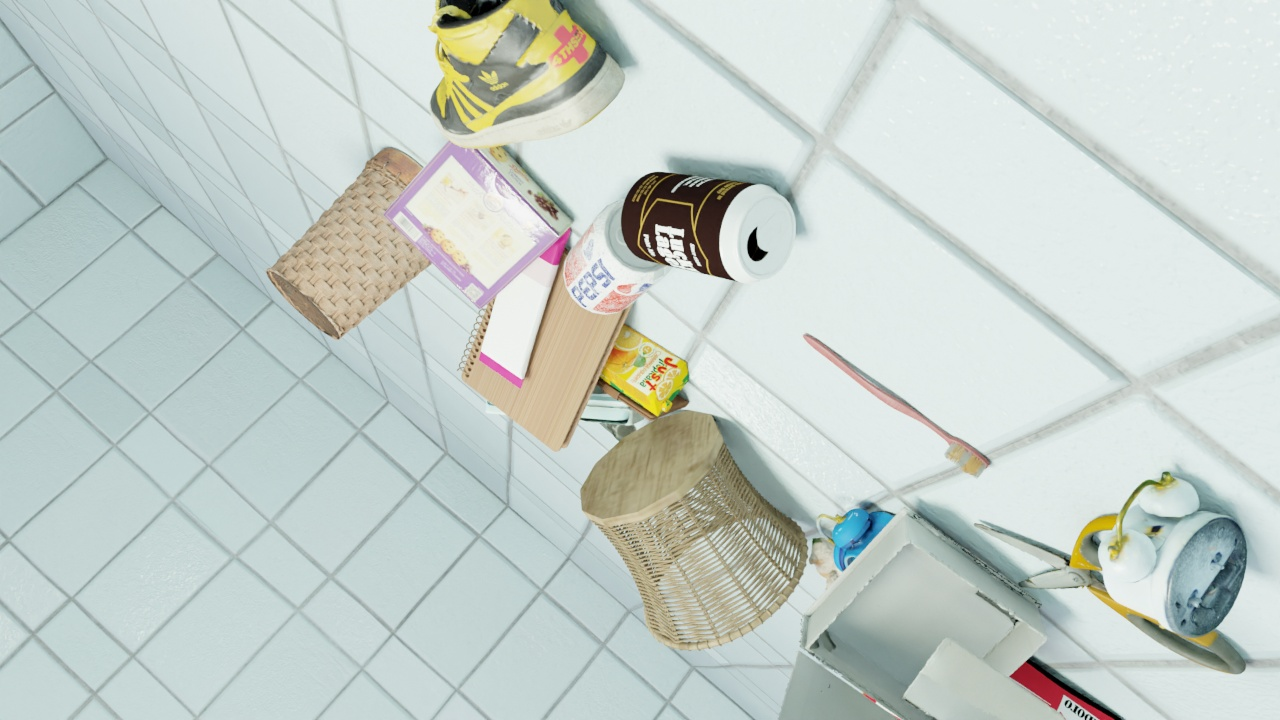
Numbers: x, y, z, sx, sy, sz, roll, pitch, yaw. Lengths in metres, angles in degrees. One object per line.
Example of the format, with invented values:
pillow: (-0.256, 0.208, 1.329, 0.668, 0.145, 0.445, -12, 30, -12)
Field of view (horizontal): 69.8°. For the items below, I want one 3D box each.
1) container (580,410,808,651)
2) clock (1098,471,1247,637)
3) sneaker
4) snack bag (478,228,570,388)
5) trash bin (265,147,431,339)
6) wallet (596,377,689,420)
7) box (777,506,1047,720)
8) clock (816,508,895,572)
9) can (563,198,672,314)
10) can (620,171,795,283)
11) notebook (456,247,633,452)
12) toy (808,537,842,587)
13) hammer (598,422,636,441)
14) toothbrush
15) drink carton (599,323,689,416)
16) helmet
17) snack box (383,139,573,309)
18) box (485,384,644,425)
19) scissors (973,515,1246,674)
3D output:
container: (0.057, 0.196, 1.106, 0.227, 0.226, 0.196, 7, 134, 59)
clock: (0.345, 0.126, 0.600, 0.117, 0.083, 0.057, 50, 166, -26)
sneaker: (-0.124, -0.237, 0.706, 0.239, 0.086, 0.122, 12, 151, 48)
snack bag: (-0.129, -0.068, 1.008, 0.070, 0.016, 0.197, 32, 117, 26)
trash bin: (-0.342, -0.141, 1.143, 0.151, 0.209, 0.151, 36, 160, 15)
wallet: (-0.011, 0.031, 1.094, 0.121, 0.087, 0.013, 33, 116, 24)
box: (0.199, 0.352, 0.846, 0.167, 0.412, 0.150, 35, 165, 0)
clock: (0.259, 0.211, 0.975, 0.161, 0.060, 0.117, 31, 158, 31)
can: (-0.019, -0.093, 0.829, 0.078, 0.078, 0.136, 44, 161, -6)
can: (0.048, -0.102, 0.692, 0.129, 0.071, 0.072, 20, 151, 47)
notebook: (-0.115, -0.026, 1.034, 0.169, 0.022, 0.211, 35, 117, 20)
toy: (0.237, 0.253, 1.086, 0.106, 0.085, 0.074, 43, 142, 27)
hammer: (-0.128, -0.025, 1.225, 0.330, 0.033, 0.132, 51, 172, -20)
toothbrush: (0.208, 0.035, 0.766, 0.184, 0.015, 0.015, 39, 154, 14)
drink carton: (-0.006, 0.006, 1.044, 0.122, 0.058, 0.041, 33, 159, 24)
helmet: (0.368, 0.435, 1.005, 0.271, 0.224, 0.198, 33, 159, 29)
snack box: (-0.169, -0.147, 0.947, 0.143, 0.040, 0.148, 46, 126, -12)
box: (-0.095, 0.053, 1.158, 0.199, 0.084, 0.071, 4, 124, 17)
scissors: (0.383, 0.185, 0.750, 0.226, 0.016, 0.226, 38, 161, 11)
